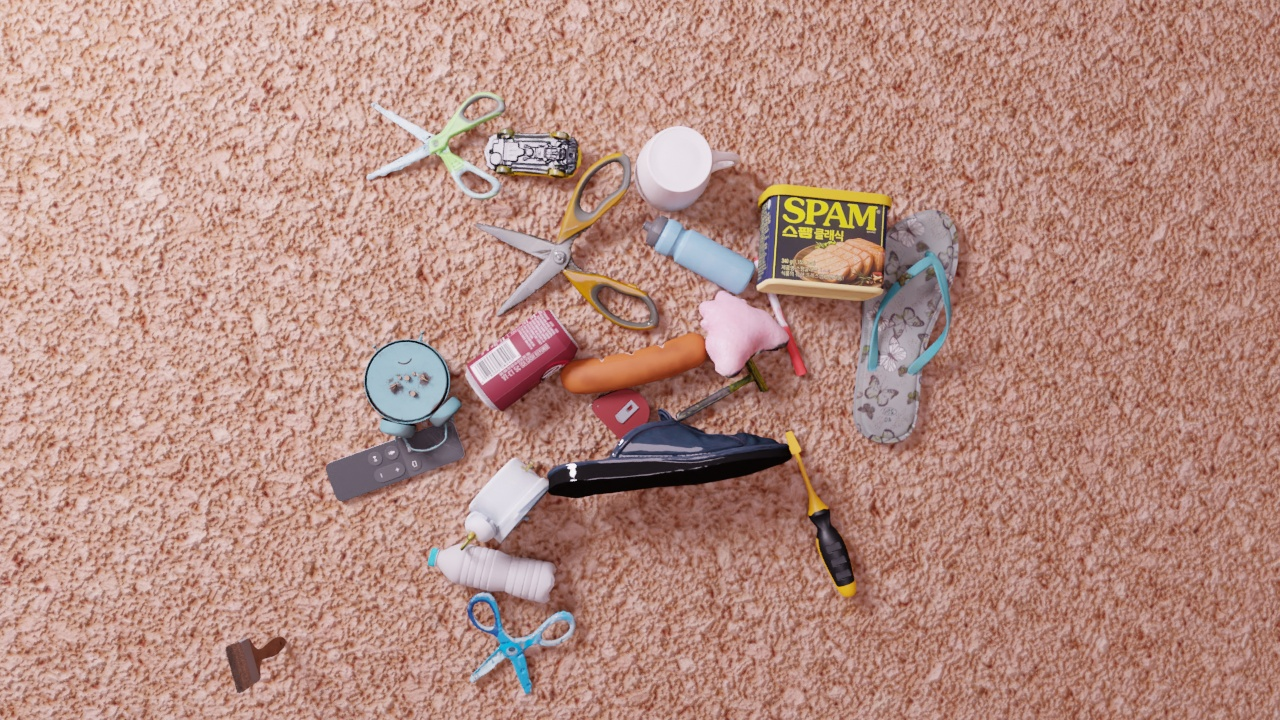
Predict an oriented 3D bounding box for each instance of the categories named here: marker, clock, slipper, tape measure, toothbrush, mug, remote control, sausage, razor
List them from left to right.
[{"bbox_3d":[-0.267,0.109,1.000,0.146,0.008,0.045,-20,93,-4],"label":"remote control"},{"bbox_3d":[-0.241,0.036,0.979,0.090,0.053,0.124,-17,92,-3],"label":"clock"},{"bbox_3d":[-0.147,0.158,0.972,0.057,0.083,0.117,42,77,1],"label":"clock"},{"bbox_3d":[-0.020,0.054,1.012,0.051,0.019,0.059,-45,94,-2],"label":"tape measure"},{"bbox_3d":[-0.006,0.006,1.001,0.164,0.039,0.044,-13,53,-4],"label":"sausage"},{"bbox_3d":[0.031,0.088,0.975,0.265,0.109,0.083,-4,71,-11],"label":"slipper"},{"bbox_3d":[0.053,-0.208,0.977,0.114,0.087,0.081,-10,92,-4],"label":"mug"},{"bbox_3d":[0.086,0.039,1.020,0.106,0.026,0.042,-29,95,1],"label":"razor"},{"bbox_3d":[0.156,-0.050,1.026,0.013,0.013,0.142,-22,93,-4],"label":"marker"},{"bbox_3d":[0.200,0.172,1.026,0.031,0.031,0.196,-20,90,1],"label":"toothbrush"},{"bbox_3d":[0.290,-0.040,1.018,0.098,0.055,0.269,13,92,-2],"label":"slipper"}]

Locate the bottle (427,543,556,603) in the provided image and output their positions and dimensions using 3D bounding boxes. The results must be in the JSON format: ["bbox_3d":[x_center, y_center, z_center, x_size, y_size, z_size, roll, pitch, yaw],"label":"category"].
[{"bbox_3d":[-0.161,0.227,0.993,0.136,0.044,0.044,14,90,-4],"label":"bottle"}]

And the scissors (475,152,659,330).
[{"bbox_3d":[-0.065,-0.122,0.993,0.225,0.016,0.230,25,102,-6],"label":"scissors"}]

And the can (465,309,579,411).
[{"bbox_3d":[-0.126,0.000,0.980,0.114,0.063,0.063,-37,93,-1],"label":"can"}]

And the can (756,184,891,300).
[{"bbox_3d":[0.195,-0.125,0.991,0.135,0.075,0.104,5,86,-6],"label":"can"}]

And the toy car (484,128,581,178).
[{"bbox_3d":[-0.117,-0.223,0.993,0.107,0.030,0.049,6,91,9],"label":"toy car"}]

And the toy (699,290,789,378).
[{"bbox_3d":[0.103,-0.033,0.999,0.102,0.050,0.093,-31,70,-33],"label":"toy"}]

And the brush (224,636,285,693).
[{"bbox_3d":[-0.384,0.298,0.928,0.008,0.143,0.045,-18,84,-5],"label":"brush"}]

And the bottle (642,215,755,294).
[{"bbox_3d":[0.061,-0.118,1.004,0.130,0.040,0.040,28,89,-4],"label":"bottle"}]

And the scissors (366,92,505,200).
[{"bbox_3d":[-0.216,-0.227,0.984,0.171,0.024,0.165,-27,93,8],"label":"scissors"}]

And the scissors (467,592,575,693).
[{"bbox_3d":[-0.142,0.302,1.001,0.134,0.011,0.140,-39,106,5],"label":"scissors"}]
